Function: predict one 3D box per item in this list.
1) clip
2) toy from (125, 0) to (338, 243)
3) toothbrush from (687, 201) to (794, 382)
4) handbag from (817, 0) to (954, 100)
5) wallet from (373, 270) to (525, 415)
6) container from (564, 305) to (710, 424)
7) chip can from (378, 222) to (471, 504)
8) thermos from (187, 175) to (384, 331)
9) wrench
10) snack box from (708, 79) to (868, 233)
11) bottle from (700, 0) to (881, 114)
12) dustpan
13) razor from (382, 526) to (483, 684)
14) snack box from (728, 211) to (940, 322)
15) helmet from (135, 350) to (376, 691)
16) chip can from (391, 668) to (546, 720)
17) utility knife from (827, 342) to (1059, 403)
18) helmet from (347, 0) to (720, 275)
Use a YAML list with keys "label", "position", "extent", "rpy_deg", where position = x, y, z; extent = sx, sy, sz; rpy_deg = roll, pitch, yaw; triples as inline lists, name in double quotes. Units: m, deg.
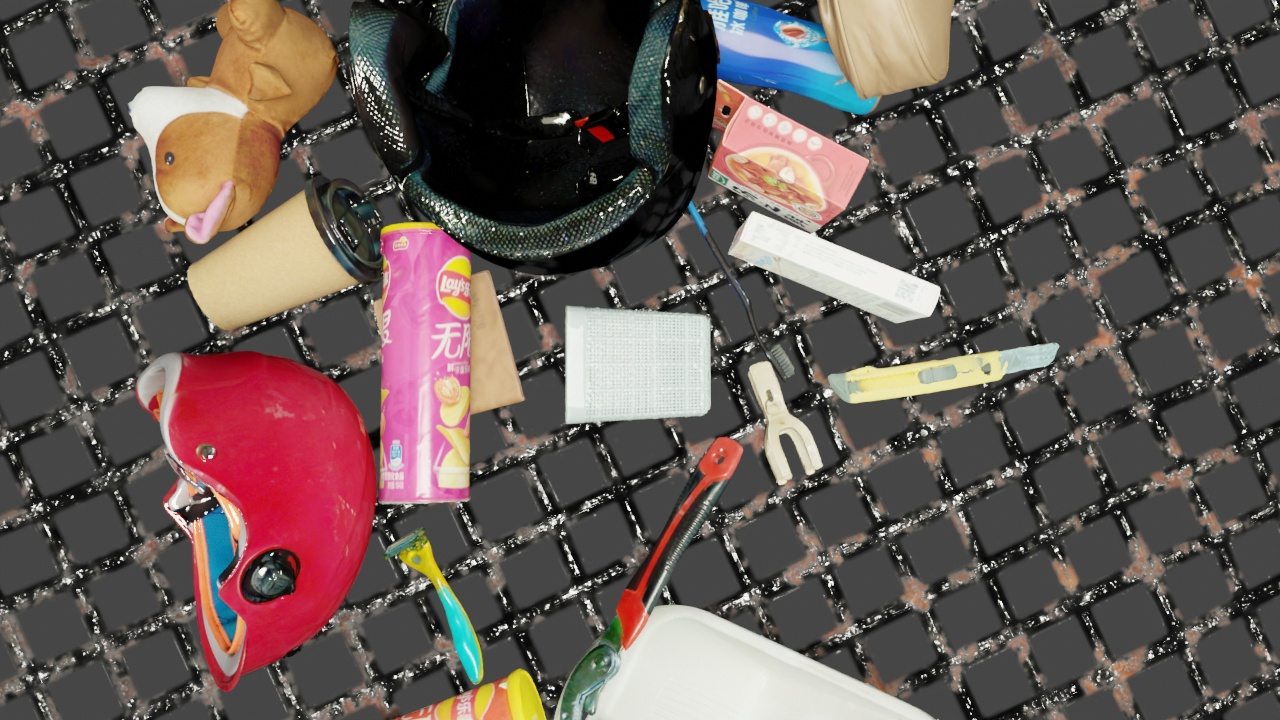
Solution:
- label: "clip"
  position: [0.116, 0.059, 0.760]
  extent: [0.035, 0.092, 0.103]
  rpy_deg: [-21, 54, -1]
- label: "toy"
  position: [-0.320, -0.187, 0.708]
  extent: [0.130, 0.140, 0.199]
  rpy_deg: [19, 92, -28]
- label: "toothbrush"
  position: [0.079, -0.067, 0.766]
  extent: [0.016, 0.014, 0.189]
  rpy_deg: [-29, 88, -3]
- label: "handbag"
  position: [0.172, -0.292, 0.663]
  extent: [0.100, 0.148, 0.204]
  rpy_deg: [-7, 50, 31]
- label: "wallet"
  position: [-0.159, -0.008, 0.756]
  extent: [0.101, 0.020, 0.115]
  rpy_deg: [-16, 86, -3]
- label: "container"
  position: [-0.004, 0.004, 0.725]
  extent: [0.111, 0.090, 0.090]
  rpy_deg: [0, 89, -4]
- label: "chip can"
  position: [-0.165, 0.004, 0.709]
  extent: [0.071, 0.071, 0.210]
  rpy_deg: [-1, 84, -2]
- label: "thermos"
  position: [-0.276, -0.081, 0.724]
  extent: [0.143, 0.093, 0.093]
  rpy_deg: [-25, 89, 7]
- label: "wrench"
  position: [0.008, 0.181, 0.732]
  extent: [0.016, 0.056, 0.273]
  rpy_deg: [41, 73, -43]
- label: "snack box"
  position: [0.101, -0.155, 0.719]
  extent: [0.127, 0.113, 0.044]
  rpy_deg: [28, 89, 0]
- label: "bottle"
  position: [0.091, -0.255, 0.745]
  extent: [0.218, 0.065, 0.065]
  rpy_deg: [13, 88, -1]
- label: "dustpan"
  position: [0.045, 0.298, 0.661]
  extent: [0.142, 0.258, 0.222]
  rpy_deg: [30, 79, -21]
- label: "razor"
  position: [-0.160, 0.200, 0.744]
  extent: [0.043, 0.028, 0.132]
  rpy_deg: [-31, 86, 21]
- label: "snack box"
  position: [0.150, -0.072, 0.732]
  extent: [0.157, 0.085, 0.027]
  rpy_deg: [23, 89, -1]
- label: "helmet"
  position: [-0.267, 0.103, 0.673]
  extent: [0.143, 0.207, 0.240]
  rpy_deg: [-14, 104, -33]
- label: "chip can"
  position: [-0.181, 0.313, 0.715]
  extent: [0.216, 0.073, 0.073]
  rpy_deg: [-22, 89, 0]
- label: "utility knife"
  position: [0.255, 0.009, 0.771]
  extent: [0.196, 0.020, 0.031]
  rpy_deg: [-9, 94, -6]
- label: "helmet"
  position: [-0.060, -0.193, 0.661]
  extent: [0.233, 0.230, 0.274]
  rpy_deg: [4, 78, 10]
